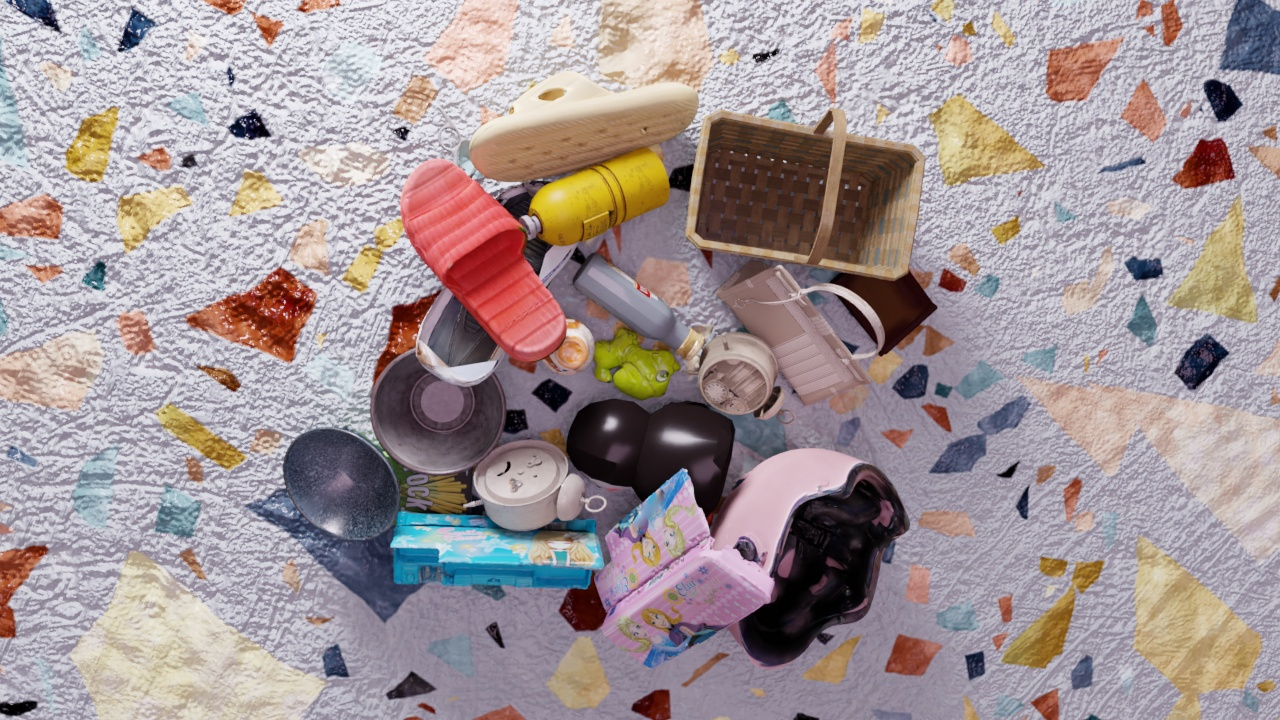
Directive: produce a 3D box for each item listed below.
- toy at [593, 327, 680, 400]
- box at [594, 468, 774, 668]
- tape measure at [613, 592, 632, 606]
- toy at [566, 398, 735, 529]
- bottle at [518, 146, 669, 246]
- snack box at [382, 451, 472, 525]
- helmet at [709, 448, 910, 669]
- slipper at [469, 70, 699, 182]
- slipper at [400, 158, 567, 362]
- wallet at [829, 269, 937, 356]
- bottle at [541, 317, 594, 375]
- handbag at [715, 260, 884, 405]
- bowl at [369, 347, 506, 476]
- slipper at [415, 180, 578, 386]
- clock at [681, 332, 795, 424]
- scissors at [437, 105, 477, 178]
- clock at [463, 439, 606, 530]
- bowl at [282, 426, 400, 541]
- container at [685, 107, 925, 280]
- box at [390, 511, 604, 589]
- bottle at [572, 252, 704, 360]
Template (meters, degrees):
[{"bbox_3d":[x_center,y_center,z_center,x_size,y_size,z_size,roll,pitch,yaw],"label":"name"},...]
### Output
[{"bbox_3d":[-0.006,0.006,1.068,0.094,0.036,0.093,-27,97,2],"label":"toy"},{"bbox_3d":[0.022,0.233,0.973,0.062,0.231,0.160,-28,77,-45],"label":"box"},{"bbox_3d":[-0.008,0.300,1.093,0.038,0.059,0.058,-24,87,-3],"label":"tape measure"},{"bbox_3d":[0.009,0.098,1.030,0.184,0.140,0.158,15,58,1],"label":"toy"},{"bbox_3d":[-0.054,-0.171,0.992,0.163,0.071,0.071,-27,101,-24],"label":"bottle"},{"bbox_3d":[-0.269,0.147,1.053,0.147,0.025,0.080,2,97,-8],"label":"snack box"},{"bbox_3d":[0.168,0.212,1.044,0.229,0.153,0.255,17,99,-46],"label":"helmet"},{"bbox_3d":[-0.065,-0.265,0.998,0.261,0.111,0.079,-16,69,-14],"label":"slipper"},{"bbox_3d":[-0.165,-0.110,0.946,0.103,0.059,0.248,-33,81,-17],"label":"slipper"},{"bbox_3d":[0.293,-0.076,1.108,0.091,0.018,0.115,-42,103,-1],"label":"wallet"},{"bbox_3d":[-0.081,-0.014,1.016,0.063,0.109,0.063,-1,97,-10],"label":"bottle"},{"bbox_3d":[0.196,-0.038,1.004,0.062,0.198,0.175,-44,102,-19],"label":"handbag"},{"bbox_3d":[-0.223,0.050,1.025,0.145,0.067,0.145,-1,98,-8],"label":"bowl"},{"bbox_3d":[-0.155,-0.088,1.009,0.111,0.063,0.263,29,69,-7],"label":"slipper"},{"bbox_3d":[0.124,0.031,1.060,0.141,0.054,0.093,39,123,-12],"label":"clock"},{"bbox_3d":[-0.206,-0.194,1.020,0.117,0.014,0.161,28,91,-21],"label":"scissors"},{"bbox_3d":[-0.110,0.147,1.015,0.157,0.103,0.061,11,130,21],"label":"clock"},{"bbox_3d":[-0.310,0.123,0.992,0.137,0.057,0.137,6,113,13],"label":"bowl"},{"bbox_3d":[0.178,-0.176,0.981,0.250,0.186,0.157,9,90,-6],"label":"container"},{"bbox_3d":[-0.160,0.207,1.023,0.227,0.171,0.085,4,67,-9],"label":"box"},{"bbox_3d":[0.000,-0.058,1.040,0.161,0.072,0.046,35,97,-11],"label":"bottle"}]
